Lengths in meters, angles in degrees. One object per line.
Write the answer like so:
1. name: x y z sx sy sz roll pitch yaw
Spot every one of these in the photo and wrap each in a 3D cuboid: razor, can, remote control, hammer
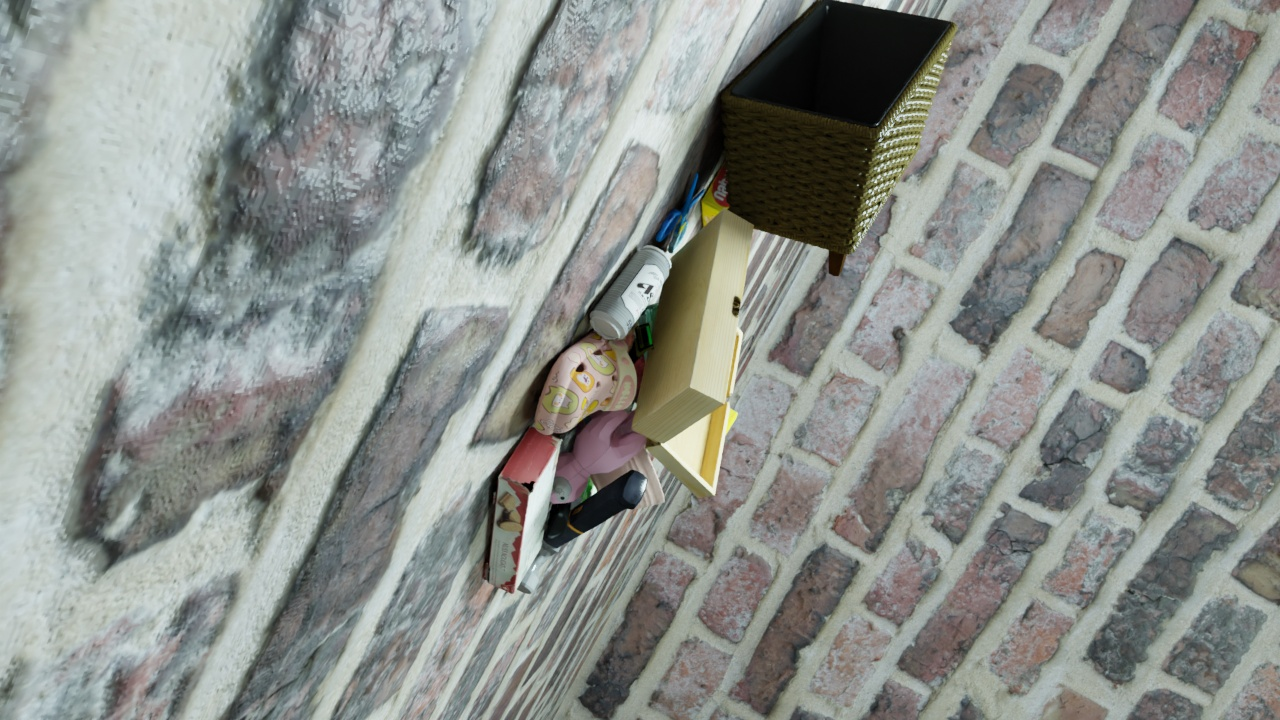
1. razor: -0.032 0.017 1.078 0.144 0.021 0.044 -46 -148 27
2. can: -0.010 -0.071 0.965 0.106 0.044 0.044 -55 168 -26
3. remote control: -0.098 0.173 1.166 0.140 0.021 0.045 -89 -157 -67
4. hammer: -0.074 0.201 1.143 0.313 0.035 0.139 -40 -161 56

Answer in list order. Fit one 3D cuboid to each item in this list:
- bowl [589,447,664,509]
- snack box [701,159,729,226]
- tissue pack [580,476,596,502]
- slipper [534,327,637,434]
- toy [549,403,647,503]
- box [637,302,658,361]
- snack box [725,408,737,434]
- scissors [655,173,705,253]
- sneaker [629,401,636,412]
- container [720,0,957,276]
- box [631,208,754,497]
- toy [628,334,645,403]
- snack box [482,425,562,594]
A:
1. bowl: -0.033 0.137 1.227 0.076 0.153 0.153 -24 162 -8
2. snack box: 0.124 -0.208 1.241 0.092 0.042 0.201 -60 170 -7
3. tissue pack: -0.065 0.160 1.364 0.099 0.034 0.114 -56 169 -36
4. slipper: -0.042 0.024 0.973 0.196 0.081 0.093 -49 165 -57
5. toy: -0.058 0.105 1.114 0.158 0.067 0.123 -39 -165 10
6. box: 0.030 0.023 1.146 0.138 0.055 0.187 -25 109 -58
7. snack box: 0.081 0.076 1.511 0.061 0.149 0.026 -53 168 -35
8. scissors: 0.048 -0.167 1.072 0.125 0.013 0.127 -51 170 -39
9. sneaker: 0.053 0.032 1.400 0.246 0.097 0.091 -64 169 22
10. container: 0.232 -0.268 1.101 0.319 0.176 0.205 -51 152 -41
11. box: 0.066 -0.005 1.072 0.253 0.119 0.247 78 22 -53
12. toy: -0.007 0.007 1.183 0.050 0.065 0.102 -18 -145 55
13. snack box: -0.137 0.178 1.044 0.076 0.044 0.274 -60 172 -36
